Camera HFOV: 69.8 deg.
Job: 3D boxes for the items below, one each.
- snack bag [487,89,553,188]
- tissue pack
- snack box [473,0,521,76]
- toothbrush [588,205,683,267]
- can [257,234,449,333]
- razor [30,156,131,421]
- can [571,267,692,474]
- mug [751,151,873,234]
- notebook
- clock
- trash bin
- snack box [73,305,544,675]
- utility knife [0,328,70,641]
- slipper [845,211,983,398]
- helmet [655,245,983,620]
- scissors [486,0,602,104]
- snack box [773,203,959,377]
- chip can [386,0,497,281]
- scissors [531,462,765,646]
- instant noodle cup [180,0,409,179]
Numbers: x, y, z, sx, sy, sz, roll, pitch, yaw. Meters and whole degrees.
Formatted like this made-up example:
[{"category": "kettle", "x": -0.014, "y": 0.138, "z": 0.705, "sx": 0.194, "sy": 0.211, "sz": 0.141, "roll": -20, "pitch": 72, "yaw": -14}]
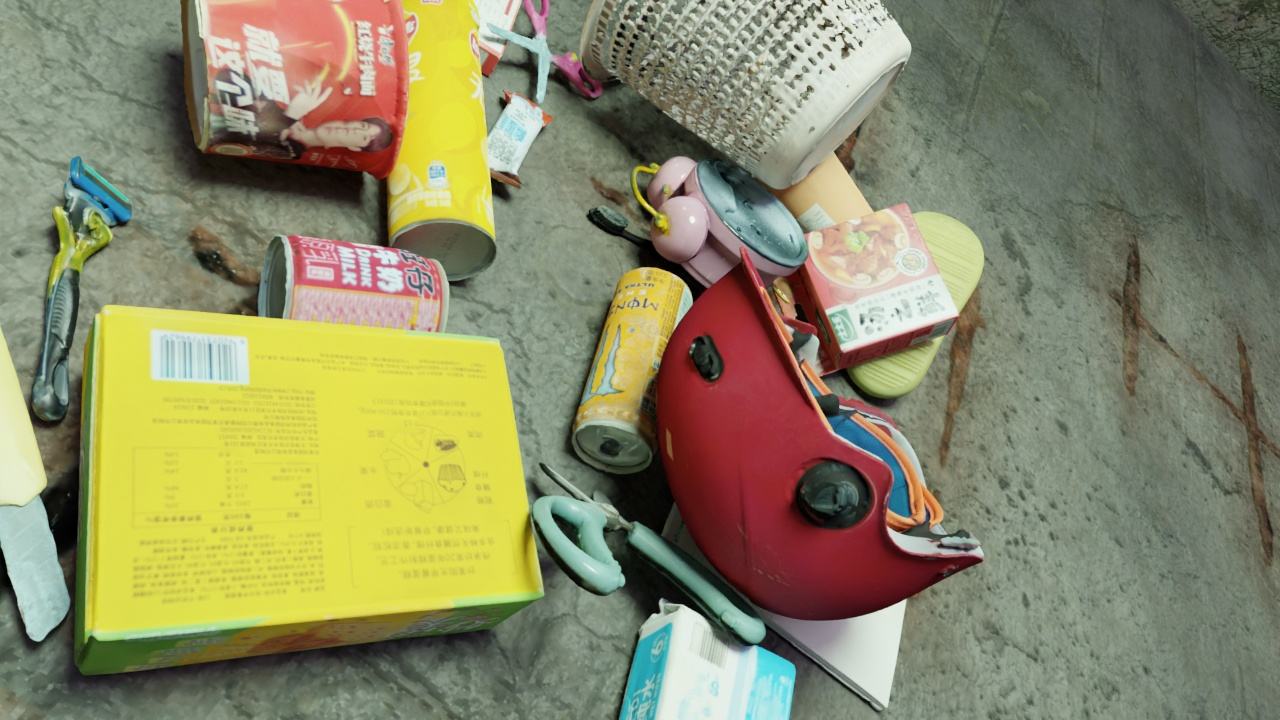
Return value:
[{"category": "snack bag", "x": -0.098, "y": -0.170, "z": 0.697, "sx": 0.048, "sy": 0.026, "sz": 0.104, "roll": 25, "pitch": 51, "yaw": -14}, {"category": "tissue pack", "x": 0.033, "y": 0.215, "z": 0.528, "sx": 0.090, "sy": 0.063, "sz": 0.139, "roll": 31, "pitch": 46, "yaw": -14}, {"category": "snack box", "x": -0.136, "y": -0.308, "z": 0.755, "sx": 0.077, "sy": 0.027, "sz": 0.155, "roll": 26, "pitch": 50, "yaw": -21}, {"category": "toothbrush", "x": 0.040, "y": -0.080, "z": 0.753, "sx": 0.189, "sy": 0.016, "sz": 0.014, "roll": 26, "pitch": 55, "yaw": -23}, {"category": "can", "x": -0.166, "y": -0.035, "z": 0.534, "sx": 0.093, "sy": 0.067, "sz": 0.066, "roll": 4, "pitch": 61, "yaw": -35}, {"category": "razor", "x": -0.294, "y": -0.034, "z": 0.472, "sx": 0.043, "sy": 0.022, "sz": 0.142, "roll": 60, "pitch": 22, "yaw": -63}, {"category": "can", "x": -0.004, "y": 0.004, "z": 0.637, "sx": 0.058, "sy": 0.058, "sz": 0.145, "roll": 31, "pitch": 49, "yaw": -18}, {"category": "mug", "x": 0.168, "y": -0.147, "z": 0.851, "sx": 0.123, "sy": 0.078, "sz": 0.078, "roll": 50, "pitch": 46, "yaw": -7}, {"category": "notebook", "x": 0.117, "y": 0.136, "z": 0.678, "sx": 0.209, "sy": 0.012, "sz": 0.150, "roll": 38, "pitch": 46, "yaw": -11}, {"category": "clock", "x": 0.059, "y": -0.111, "z": 0.740, "sx": 0.158, "sy": 0.060, "sz": 0.117, "roll": 27, "pitch": 37, "yaw": -26}, {"category": "trash bin", "x": 0.096, "y": -0.254, "z": 0.733, "sx": 0.192, "sy": 0.228, "sz": 0.226, "roll": 45, "pitch": 45, "yaw": 6}, {"category": "snack box", "x": -0.166, "y": 0.064, "z": 0.470, "sx": 0.209, "sy": 0.070, "sz": 0.157, "roll": 4, "pitch": 61, "yaw": -35}, {"category": "utility knife", "x": -0.302, "y": 0.028, "z": 0.427, "sx": 0.030, "sy": 0.022, "sz": 0.213, "roll": -15, "pitch": 66, "yaw": -40}, {"category": "slipper", "x": 0.238, "y": -0.048, "z": 0.841, "sx": 0.091, "sy": 0.082, "sz": 0.190, "roll": 30, "pitch": 74, "yaw": -1}, {"category": "helmet", "x": 0.083, "y": 0.061, "z": 0.570, "sx": 0.240, "sy": 0.144, "sz": 0.206, "roll": 48, "pitch": 14, "yaw": -20}, {"category": "scissors", "x": -0.079, "y": -0.260, "z": 0.754, "sx": 0.133, "sy": 0.017, "sz": 0.135, "roll": 4, "pitch": 67, "yaw": -52}, {"category": "snack box", "x": 0.185, "y": -0.060, "z": 0.780, "sx": 0.127, "sy": 0.044, "sz": 0.113, "roll": -19, "pitch": 70, "yaw": -1}, {"category": "chip can", "x": -0.141, "y": -0.161, "z": 0.630, "sx": 0.072, "sy": 0.072, "sz": 0.213, "roll": 10, "pitch": 59, "yaw": -32}, {"category": "scissors", "x": 0.005, "y": 0.117, "z": 0.527, "sx": 0.179, "sy": 0.019, "sz": 0.170, "roll": 33, "pitch": 4, "yaw": -6}, {"category": "instant noodle cup", "x": -0.211, "y": -0.178, "z": 0.551, "sx": 0.108, "sy": 0.138, "sz": 0.137, "roll": -7, "pitch": 67, "yaw": -31}]
